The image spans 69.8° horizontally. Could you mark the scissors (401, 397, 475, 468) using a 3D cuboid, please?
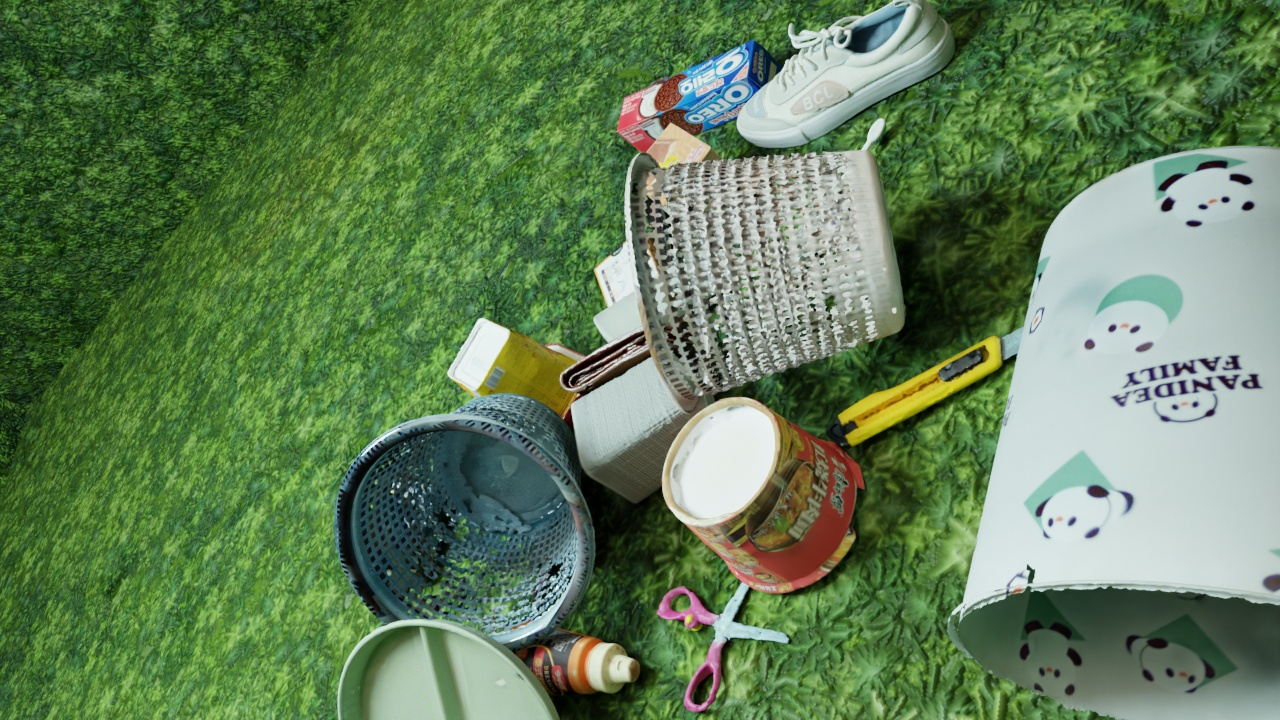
[{"bbox_3d":[-0.239,0.085,1.103,0.175,0.019,0.169,-35,8,16],"label":"scissors"}]

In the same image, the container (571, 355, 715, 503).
[{"bbox_3d":[0.010,0.060,0.865,0.114,0.090,0.090,-34,44,21],"label":"container"}]

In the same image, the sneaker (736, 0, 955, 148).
[{"bbox_3d":[0.186,-0.295,0.930,0.243,0.090,0.089,-18,50,39],"label":"sneaker"}]

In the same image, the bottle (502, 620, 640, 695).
[{"bbox_3d":[-0.064,0.269,0.817,0.150,0.066,0.066,-7,58,36],"label":"bottle"}]

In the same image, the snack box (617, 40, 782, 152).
[{"bbox_3d":[0.066,-0.311,1.095,0.208,0.057,0.058,-10,59,42],"label":"snack box"}]

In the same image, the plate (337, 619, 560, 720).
[{"bbox_3d":[-0.161,0.325,0.790,0.230,0.027,0.230,5,104,22],"label":"plate"}]

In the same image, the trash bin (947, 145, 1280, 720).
[{"bbox_3d":[0.295,0.044,0.478,0.230,0.229,0.251,-10,52,42],"label":"trash bin"}]

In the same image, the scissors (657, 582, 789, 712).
[{"bbox_3d":[0.063,0.224,0.750,0.134,0.017,0.136,-2,58,42],"label":"scissors"}]

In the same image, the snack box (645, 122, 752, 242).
[{"bbox_3d":[0.057,-0.186,0.985,0.077,0.092,0.094,-50,38,7],"label":"snack box"}]

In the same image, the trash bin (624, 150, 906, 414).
[{"bbox_3d":[0.110,-0.081,0.762,0.192,0.227,0.227,-10,53,15],"label":"trash bin"}]

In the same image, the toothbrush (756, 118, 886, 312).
[{"bbox_3d":[0.174,-0.138,0.881,0.027,0.026,0.221,33,89,26],"label":"toothbrush"}]

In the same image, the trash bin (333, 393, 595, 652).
[{"bbox_3d":[-0.142,0.127,0.866,0.227,0.226,0.194,-43,8,15],"label":"trash bin"}]

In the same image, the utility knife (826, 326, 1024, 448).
[{"bbox_3d":[0.243,0.006,0.706,0.231,0.015,0.033,-32,49,20],"label":"utility knife"}]

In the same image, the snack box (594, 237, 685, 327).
[{"bbox_3d":[-0.002,-0.076,1.023,0.075,0.026,0.153,-40,41,18],"label":"snack box"}]

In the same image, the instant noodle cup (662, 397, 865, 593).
[{"bbox_3d":[0.089,0.101,0.727,0.138,0.108,0.137,-27,44,29],"label":"instant noodle cup"}]

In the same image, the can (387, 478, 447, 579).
[{"bbox_3d":[-0.271,0.200,1.068,0.075,0.075,0.111,-14,54,40],"label":"can"}]

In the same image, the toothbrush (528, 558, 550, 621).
[{"bbox_3d":[-0.108,0.273,0.898,0.014,0.018,0.188,-15,50,39],"label":"toothbrush"}]

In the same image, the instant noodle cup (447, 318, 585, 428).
[{"bbox_3d":[-0.134,0.019,1.014,0.116,0.123,0.116,23,81,51],"label":"instant noodle cup"}]

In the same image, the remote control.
[{"bbox_3d":[0.026,-0.063,0.943,0.150,0.021,0.058,-33,45,-10],"label":"remote control"}]

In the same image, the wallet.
[{"bbox_3d":[-0.005,0.005,0.912,0.125,0.101,0.032,-30,68,27],"label":"wallet"}]

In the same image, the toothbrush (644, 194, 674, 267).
[{"bbox_3d":[0.025,-0.150,1.049,0.026,0.027,0.212,97,164,-45],"label":"toothbrush"}]
